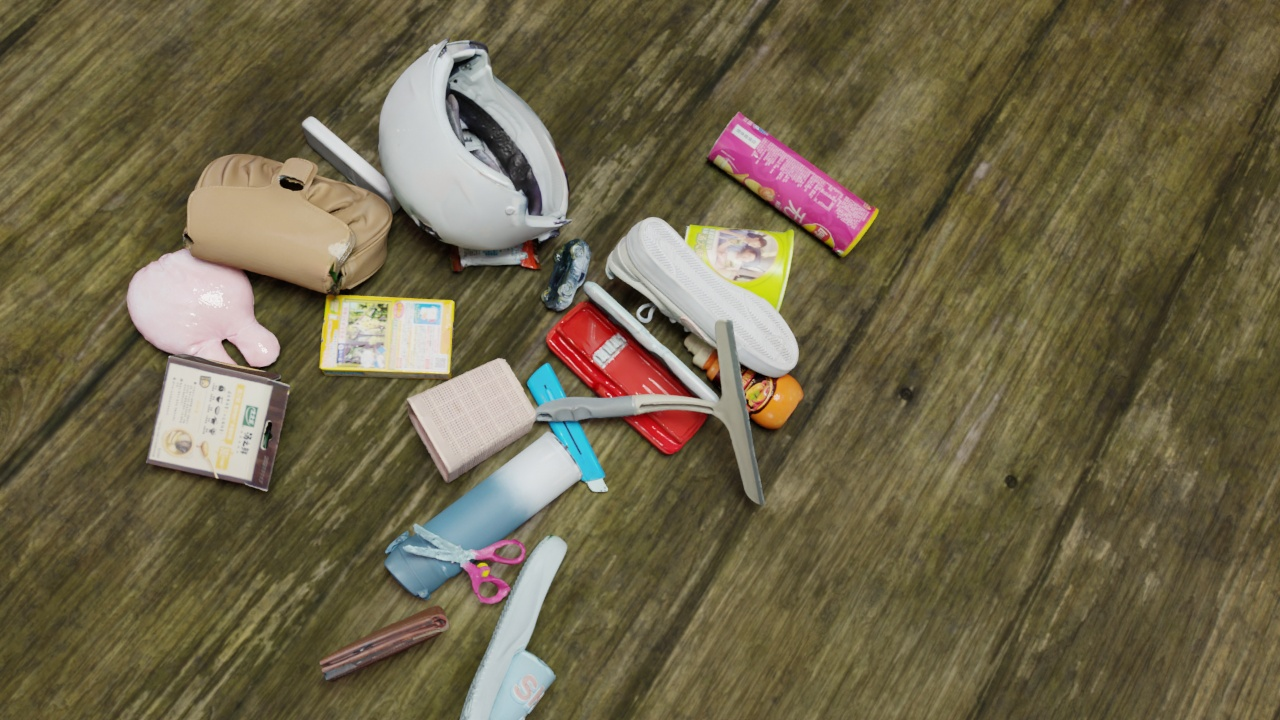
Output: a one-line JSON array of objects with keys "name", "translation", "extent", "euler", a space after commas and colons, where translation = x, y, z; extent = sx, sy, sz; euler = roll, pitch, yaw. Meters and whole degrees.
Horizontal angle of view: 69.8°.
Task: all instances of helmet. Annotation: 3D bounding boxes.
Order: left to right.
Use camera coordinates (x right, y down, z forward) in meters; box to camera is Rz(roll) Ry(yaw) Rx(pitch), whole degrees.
[{"name": "helmet", "translation": [-0.189, -0.213, 0.995], "extent": [0.146, 0.258, 0.229], "euler": [-26, 95, 15]}]

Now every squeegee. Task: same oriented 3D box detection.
[{"name": "squeegee", "translation": [0.000, 0.052, 0.983], "extent": [0.247, 0.247, 0.039], "euler": [-1, 37, 19]}]

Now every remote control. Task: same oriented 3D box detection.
[{"name": "remote control", "translation": [-0.329, -0.223, 1.048], "extent": [0.136, 0.056, 0.020], "euler": [40, 72, 3]}]

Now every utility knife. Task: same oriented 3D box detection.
[{"name": "utility knife", "translation": [-0.080, 0.079, 1.030], "extent": [0.034, 0.018, 0.159], "euler": [-27, 82, -16]}]

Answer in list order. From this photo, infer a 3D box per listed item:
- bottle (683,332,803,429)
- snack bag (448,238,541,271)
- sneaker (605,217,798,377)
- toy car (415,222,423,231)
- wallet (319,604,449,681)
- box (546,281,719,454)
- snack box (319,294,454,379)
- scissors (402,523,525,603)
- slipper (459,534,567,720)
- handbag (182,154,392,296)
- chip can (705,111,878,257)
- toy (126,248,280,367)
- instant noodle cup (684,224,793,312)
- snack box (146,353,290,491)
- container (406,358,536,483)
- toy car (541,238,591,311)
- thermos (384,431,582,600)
[{"name": "bottle", "translation": [0.114, 0.016, 1.060], "extent": [0.149, 0.067, 0.066], "euler": [36, 72, 8]}, {"name": "snack bag", "translation": [-0.169, -0.125, 1.064], "extent": [0.104, 0.026, 0.048], "euler": [-6, 70, -10]}, {"name": "sneaker", "translation": [0.064, -0.052, 1.009], "extent": [0.242, 0.091, 0.089], "euler": [38, 49, -16]}, {"name": "toy car", "translation": [-0.255, -0.189, 1.063], "extent": [0.042, 0.035, 0.090], "euler": [-36, 86, -15]}, {"name": "wallet", "translation": [-0.248, 0.278, 0.904], "extent": [0.124, 0.101, 0.032], "euler": [-21, 82, -15]}, {"name": "box", "translation": [-0.005, 0.004, 1.019], "extent": [0.201, 0.102, 0.095], "euler": [43, 72, 4]}, {"name": "snack box", "translation": [-0.278, -0.025, 1.017], "extent": [0.140, 0.034, 0.086], "euler": [3, 75, -11]}, {"name": "scissors", "translation": [-0.173, 0.190, 0.925], "extent": [0.137, 0.017, 0.083], "euler": [43, 83, -30]}, {"name": "slipper", "translation": [-0.118, 0.297, 0.925], "extent": [0.074, 0.104, 0.244], "euler": [23, 66, -5]}, {"name": "handbag", "translation": [-0.376, -0.151, 0.982], "extent": [0.204, 0.100, 0.147], "euler": [15, 42, -6]}, {"name": "chip can", "translation": [0.185, -0.216, 1.126], "extent": [0.210, 0.071, 0.071], "euler": [36, 72, 2]}, {"name": "toy", "translation": [-0.464, -0.044, 0.979], "extent": [0.121, 0.054, 0.159], "euler": [-36, 93, -16]}, {"name": "instant noodle cup", "translation": [0.106, -0.109, 1.071], "extent": [0.123, 0.112, 0.111], "euler": [12, 73, 2]}, {"name": "snack box", "translation": [-0.426, 0.062, 0.940], "extent": [0.125, 0.053, 0.113], "euler": [14, 94, -7]}, {"name": "container", "translation": [-0.179, 0.061, 0.982], "extent": [0.110, 0.090, 0.090], "euler": [-29, 82, -18]}, {"name": "toy car", "translation": [-0.084, -0.098, 1.065], "extent": [0.034, 0.043, 0.090], "euler": [32, 63, -36]}, {"name": "thermos", "translation": [-0.165, 0.163, 0.969], "extent": [0.220, 0.070, 0.070], "euler": [-36, 84, -16]}]
